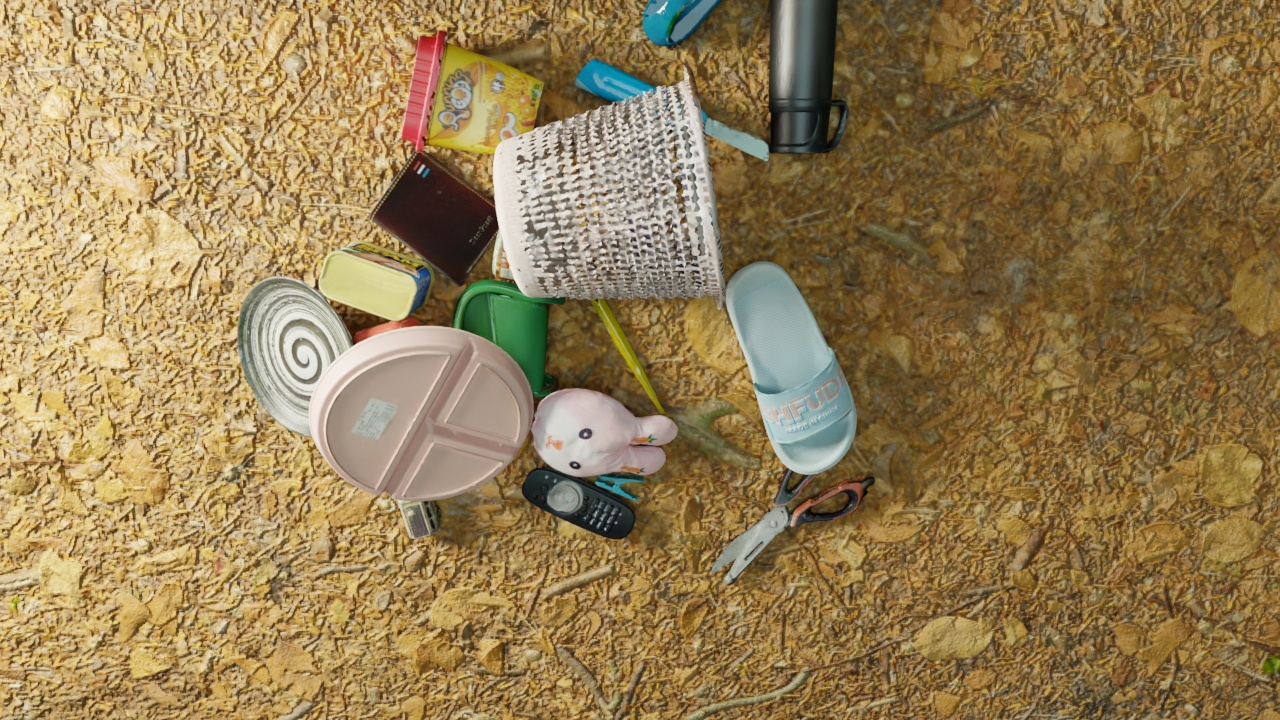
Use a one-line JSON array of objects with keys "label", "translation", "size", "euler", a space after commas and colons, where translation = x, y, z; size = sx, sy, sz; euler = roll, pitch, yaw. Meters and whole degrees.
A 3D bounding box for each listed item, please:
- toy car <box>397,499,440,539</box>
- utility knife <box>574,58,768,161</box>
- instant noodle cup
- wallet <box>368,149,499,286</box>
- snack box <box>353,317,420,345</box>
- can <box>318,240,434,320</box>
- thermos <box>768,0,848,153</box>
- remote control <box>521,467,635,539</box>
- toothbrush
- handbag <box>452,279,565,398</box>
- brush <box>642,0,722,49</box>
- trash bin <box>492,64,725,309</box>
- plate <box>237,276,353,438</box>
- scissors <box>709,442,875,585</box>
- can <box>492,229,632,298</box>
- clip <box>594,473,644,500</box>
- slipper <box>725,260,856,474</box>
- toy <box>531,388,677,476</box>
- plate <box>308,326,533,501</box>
[{"label": "toy car", "translation": [-0.257, 0.159, 1.045], "size": [0.042, 0.035, 0.090], "euler": [-14, 100, 0]}, {"label": "utility knife", "translation": [0.036, -0.256, 0.950], "size": [0.216, 0.018, 0.034], "euler": [24, 97, 1]}, {"label": "instant noodle cup", "translation": [-0.168, -0.257, 0.917], "size": [0.123, 0.116, 0.116], "euler": [11, 102, -16]}, {"label": "wallet", "translation": [-0.214, -0.153, 0.982], "size": [0.122, 0.020, 0.096], "euler": [37, 99, -11]}, {"label": "snack box", "translation": [-0.264, -0.001, 0.980], "size": [0.082, 0.091, 0.080], "euler": [-16, 96, 1]}, {"label": "can", "translation": [-0.275, -0.084, 0.962], "size": [0.102, 0.083, 0.057], "euler": [19, 102, -6]}, {"label": "thermos", "translation": [0.173, -0.334, 0.931], "size": [0.089, 0.068, 0.243], "euler": [-9, 107, -29]}, {"label": "remote control", "translation": [-0.070, 0.163, 1.055], "size": [0.136, 0.024, 0.053], "euler": [26, 104, -6]}, {"label": "toothbrush", "translation": [-0.006, 0.006, 1.024], "size": [0.016, 0.016, 0.190], "euler": [-29, 102, 4]}, {"label": "handbag", "translation": [-0.144, -0.021, 0.994], "size": [0.120, 0.068, 0.131], "euler": [4, 102, -11]}, {"label": "brush", "translation": [0.058, -0.373, 0.908], "size": [0.055, 0.073, 0.144], "euler": [43, 99, -5]}, {"label": "trash bin", "translation": [-0.029, -0.146, 0.865], "size": [0.192, 0.227, 0.227], "euler": [-9, 103, 3]}, {"label": "plate", "translation": [-0.362, -0.004, 0.980], "size": [0.180, 0.024, 0.179], "euler": [9, 110, 26]}, {"label": "scissors", "translation": [0.177, 0.185, 1.071], "size": [0.204, 0.015, 0.203], "euler": [3, 103, -2]}, {"label": "can", "translation": [-0.080, -0.104, 0.975], "size": [0.147, 0.058, 0.058], "euler": [9, 103, -4]}, {"label": "clip", "translation": [-0.025, 0.143, 1.058], "size": [0.055, 0.013, 0.038], "euler": [14, 102, -4]}, {"label": "slipper", "translation": [0.166, 0.009, 0.998], "size": [0.104, 0.074, 0.245], "euler": [-23, 99, 3]}, {"label": "toy", "translation": [-0.041, 0.084, 1.015], "size": [0.159, 0.054, 0.122], "euler": [10, 130, -10]}, {"label": "plate", "translation": [-0.224, 0.065, 0.952], "size": [0.229, 0.028, 0.230], "euler": [-8, 129, -10]}]
